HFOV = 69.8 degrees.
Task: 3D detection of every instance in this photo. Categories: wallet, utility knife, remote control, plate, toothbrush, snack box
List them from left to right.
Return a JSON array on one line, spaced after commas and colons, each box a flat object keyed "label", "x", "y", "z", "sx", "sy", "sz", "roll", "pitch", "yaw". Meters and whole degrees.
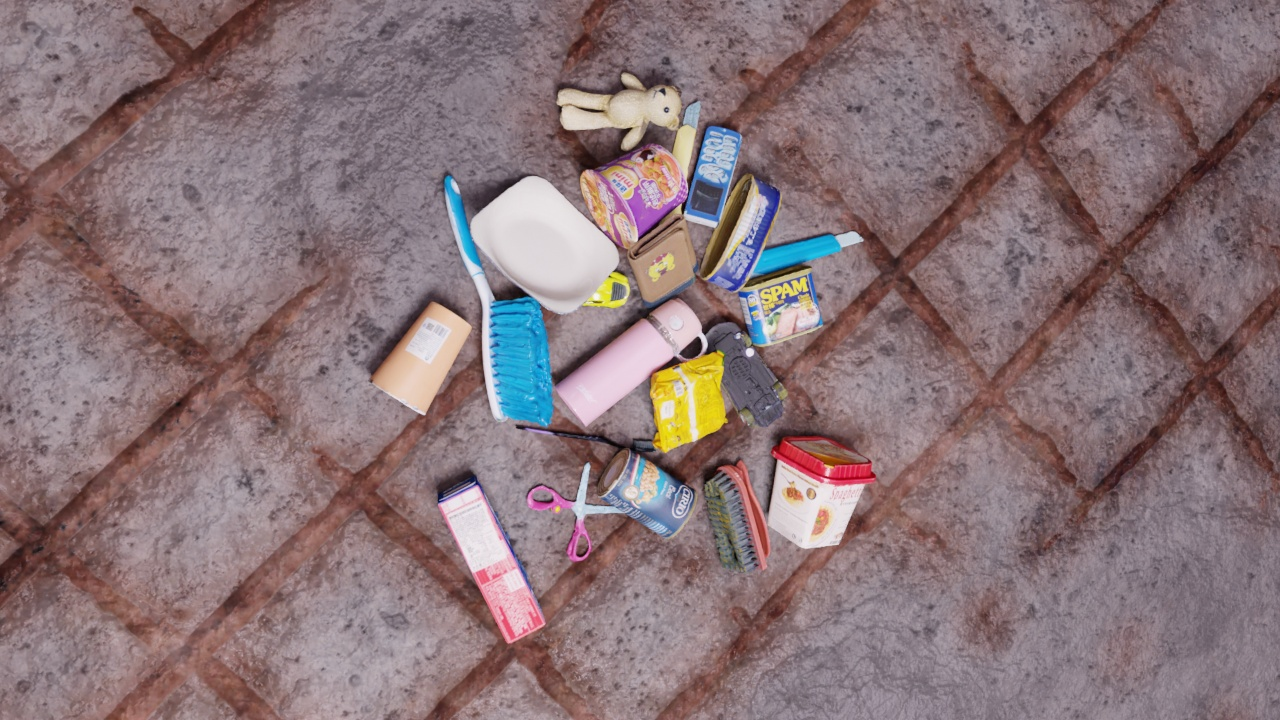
[{"label": "snack box", "x": -0.187, "y": 0.248, "z": 1.157, "sx": 0.058, "sy": 0.057, "sz": 0.207, "roll": -25, "pitch": 101, "yaw": -8}, {"label": "plate", "x": -0.118, "y": -0.135, "z": 1.116, "sx": 0.164, "sy": 0.034, "sz": 0.163, "roll": 43, "pitch": 47, "yaw": -3}, {"label": "toothbrush", "x": -0.069, "y": 0.099, "z": 1.194, "sx": 0.189, "sy": 0.014, "sz": 0.016, "roll": 11, "pitch": 85, "yaw": -14}, {"label": "wallet", "x": 0.031, "y": -0.123, "z": 1.150, "sx": 0.090, "sy": 0.115, "sz": 0.033, "roll": -37, "pitch": 60, "yaw": -8}, {"label": "utility knife", "x": 0.051, "y": -0.245, "z": 1.184, "sx": 0.031, "sy": 0.019, "sz": 0.183, "roll": 12, "pitch": 97, "yaw": 14}, {"label": "remote control", "x": 0.094, "y": -0.238, "z": 1.191, "sx": 0.049, "sy": 0.024, "sz": 0.125, "roll": 16, "pitch": 91, "yaw": -1}, {"label": "utility knife", "x": 0.219, "y": -0.146, "z": 1.238, "sx": 0.182, "sy": 0.018, "sz": 0.034, "roll": -16, "pitch": 79, "yaw": -13}]

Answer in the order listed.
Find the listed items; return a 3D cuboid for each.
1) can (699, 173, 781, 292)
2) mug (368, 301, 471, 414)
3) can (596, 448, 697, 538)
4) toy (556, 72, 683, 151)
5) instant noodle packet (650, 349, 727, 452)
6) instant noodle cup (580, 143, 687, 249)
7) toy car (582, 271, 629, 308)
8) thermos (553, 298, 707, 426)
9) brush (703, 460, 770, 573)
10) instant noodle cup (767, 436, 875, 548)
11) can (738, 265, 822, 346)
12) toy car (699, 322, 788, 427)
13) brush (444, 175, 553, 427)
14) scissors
[{"label": "can", "x": 0.130, "y": -0.164, "z": 1.186, "sx": 0.049, "sy": 0.075, "sz": 0.148, "roll": 23, "pitch": 89, "yaw": -18}, {"label": "mug", "x": -0.261, "y": -0.006, "z": 1.106, "sx": 0.078, "sy": 0.078, "sz": 0.122, "roll": 33, "pitch": 82, "yaw": -15}, {"label": "can", "x": 0.007, "y": 0.171, "z": 1.187, "sx": 0.111, "sy": 0.075, "sz": 0.075, "roll": 34, "pitch": 87, "yaw": -14}, {"label": "toy", "x": -0.025, "y": -0.315, "z": 1.137, "sx": 0.157, "sy": 0.066, "sz": 0.105, "roll": -2, "pitch": 73, "yaw": -3}, {"label": "instant noodle packet", "x": 0.060, "y": 0.052, "z": 1.178, "sx": 0.110, "sy": 0.044, "sz": 0.129, "roll": -22, "pitch": 136, "yaw": -16}, {"label": "instant noodle cup", "x": -0.003, "y": -0.210, "z": 1.135, "sx": 0.099, "sy": 0.112, "sz": 0.111, "roll": -36, "pitch": 103, "yaw": -16}, {"label": "toy car", "x": -0.066, "y": -0.092, "z": 1.166, "sx": 0.105, "sy": 0.032, "sz": 0.048, "roll": 4, "pitch": 95, "yaw": -13}, {"label": "thermos", "x": -0.007, "y": 0.007, "z": 1.171, "sx": 0.198, "sy": 0.067, "sz": 0.087, "roll": -37, "pitch": 91, "yaw": -9}, {"label": "brush", "x": 0.132, "y": 0.208, "z": 1.233, "sx": 0.069, "sy": 0.063, "sz": 0.146, "roll": -20, "pitch": 99, "yaw": -35}, {"label": "instant noodle cup", "x": 0.233, "y": 0.176, "z": 1.222, "sx": 0.116, "sy": 0.117, "sz": 0.124, "roll": 2, "pitch": 107, "yaw": -38}, {"label": "can", "x": 0.186, "y": -0.073, "z": 1.218, "sx": 0.102, "sy": 0.057, "sz": 0.083, "roll": -18, "pitch": 101, "yaw": -12}, {"label": "toy car", "x": 0.136, "y": 0.019, "z": 1.221, "sx": 0.070, "sy": 0.042, "sz": 0.158, "roll": -35, "pitch": 103, "yaw": -8}, {"label": "brush", "x": -0.175, "y": -0.071, "z": 1.123, "sx": 0.110, "sy": 0.060, "sz": 0.314, "roll": -1, "pitch": 100, "yaw": 20}, {"label": "scissors", "x": -0.084, "y": 0.198, "z": 1.200, "sx": 0.133, "sy": 0.017, "sz": 0.134, "roll": 6, "pitch": 90, "yaw": -18}]
